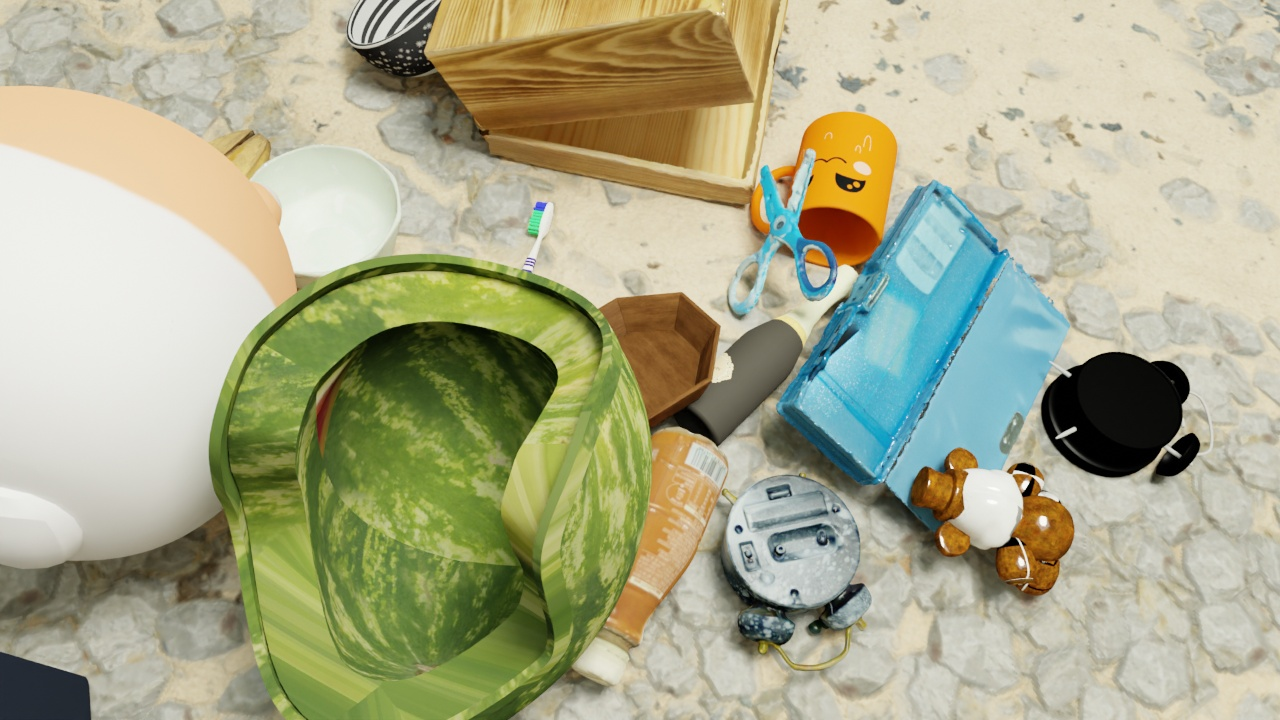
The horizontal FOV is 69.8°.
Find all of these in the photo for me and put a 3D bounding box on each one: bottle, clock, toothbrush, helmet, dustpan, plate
[{"bbox_3d":[0.100,-0.011,0.680,0.045,0.045,0.184,42,67,15],"label":"bottle"},{"bbox_3d":[0.100,0.137,0.602,0.090,0.052,0.129,-10,64,-10],"label":"clock"},{"bbox_3d":[-0.095,-0.047,0.699,0.016,0.015,0.186,11,63,6],"label":"toothbrush"},{"bbox_3d":[-0.104,0.078,0.510,0.213,0.248,0.242,17,27,6],"label":"helmet"},{"bbox_3d":[0.363,0.039,0.679,0.121,0.043,0.091,9,63,0],"label":"clock"},{"bbox_3d":[-0.358,0.181,0.437,0.080,0.237,0.272,-14,65,-11],"label":"dustpan"},{"bbox_3d":[-0.003,0.004,0.650,0.131,0.025,0.131,-11,43,10],"label":"plate"},{"bbox_3d":[0.004,0.126,0.595,0.059,0.059,0.166,23,64,6],"label":"bottle"}]

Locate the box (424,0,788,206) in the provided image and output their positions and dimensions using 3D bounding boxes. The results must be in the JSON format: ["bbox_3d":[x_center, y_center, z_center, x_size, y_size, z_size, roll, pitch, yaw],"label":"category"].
[{"bbox_3d":[-0.010,-0.297,0.756,0.259,0.221,0.278,2,67,22],"label":"box"}]

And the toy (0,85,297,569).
[{"bbox_3d":[-0.329,-0.024,0.527,0.262,0.267,0.280,16,50,-9],"label":"toy"}]

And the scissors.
[{"bbox_3d":[0.113,-0.092,0.681,0.012,0.127,0.137,17,97,-38],"label":"scissors"}]

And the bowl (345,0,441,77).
[{"bbox_3d":[-0.180,-0.285,0.776,0.120,0.066,0.120,-17,52,23],"label":"bowl"}]

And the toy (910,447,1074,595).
[{"bbox_3d":[0.237,0.104,0.617,0.112,0.067,0.087,18,63,-1],"label":"toy"}]

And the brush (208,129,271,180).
[{"bbox_3d":[-0.350,-0.100,0.688,0.059,0.043,0.195,32,66,10],"label":"brush"}]

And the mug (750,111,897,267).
[{"bbox_3d":[0.143,-0.135,0.738,0.113,0.077,0.095,0,58,30],"label":"mug"}]

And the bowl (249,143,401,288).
[{"bbox_3d":[-0.234,-0.098,0.687,0.117,0.061,0.117,2,64,-4],"label":"bowl"}]

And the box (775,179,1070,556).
[{"bbox_3d":[0.218,0.001,0.671,0.174,0.034,0.231,42,66,-10],"label":"box"}]
